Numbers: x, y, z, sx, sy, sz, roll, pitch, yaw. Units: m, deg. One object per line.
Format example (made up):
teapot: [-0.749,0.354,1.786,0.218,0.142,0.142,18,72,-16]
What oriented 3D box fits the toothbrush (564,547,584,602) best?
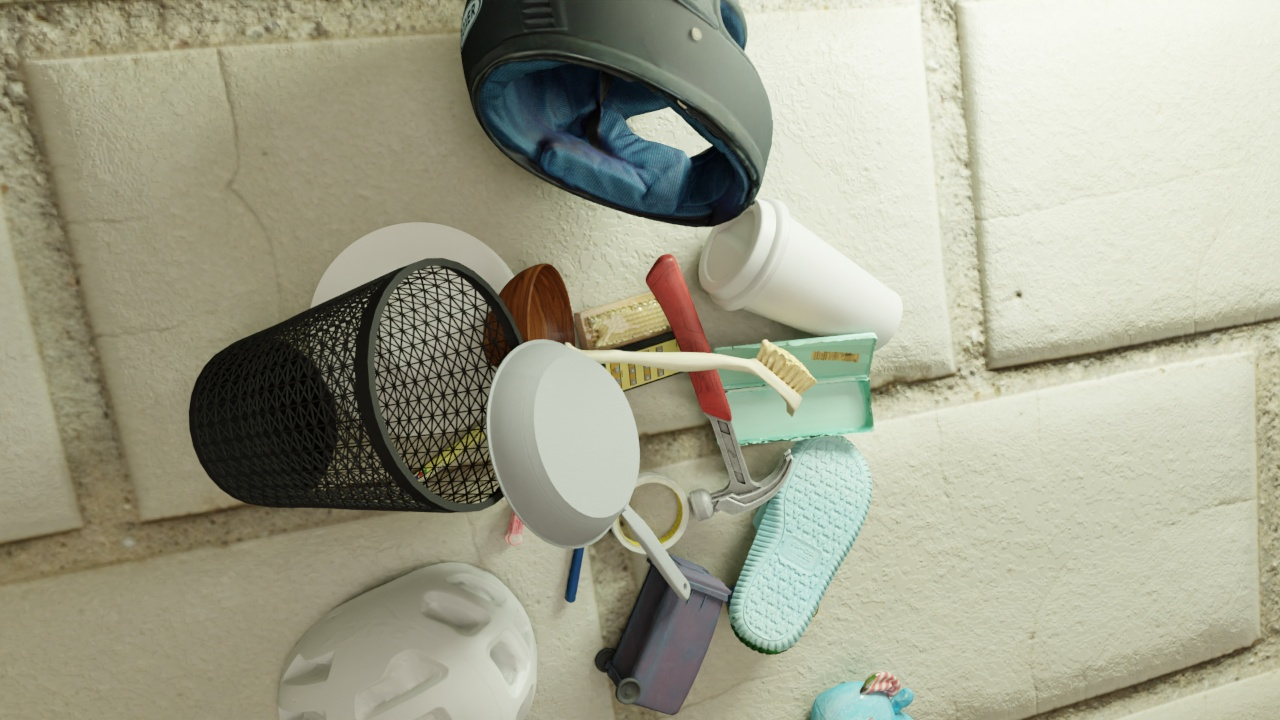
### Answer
toothbrush: [-0.060,0.185,1.050,0.017,0.016,0.190,10,94,-24]

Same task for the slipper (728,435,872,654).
slipper: [0.186,0.212,1.076,0.116,0.069,0.275,25,71,10]

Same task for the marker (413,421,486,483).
marker: [-0.194,0.093,0.999,0.132,0.014,0.014,-37,105,-9]

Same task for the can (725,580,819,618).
can: [0.159,0.290,1.104,0.099,0.059,0.054,-16,101,-14]

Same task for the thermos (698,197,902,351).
thermos: [0.187,-0.086,1.036,0.221,0.131,0.131,23,90,-25]

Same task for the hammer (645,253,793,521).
hammer: [0.077,0.030,1.018,0.126,0.036,0.316,-18,111,6]

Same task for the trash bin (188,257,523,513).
trash bin: [-0.259,0.040,0.834,0.244,0.216,0.217,-11,103,27]

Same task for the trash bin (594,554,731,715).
trash bin: [0.026,0.308,1.052,0.092,0.094,0.161,23,87,-18]

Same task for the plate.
plate: [-0.229,-0.030,0.965,0.229,0.030,0.229,-2,98,-16]

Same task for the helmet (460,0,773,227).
helmet: [-0.010,-0.298,0.886,0.316,0.250,0.235,21,62,-17]

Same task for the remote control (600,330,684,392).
remote control: [-0.006,0.006,1.028,0.133,0.013,0.058,-18,134,-13]

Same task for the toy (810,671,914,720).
toy: [0.290,0.476,1.148,0.180,0.115,0.183,28,98,-29]

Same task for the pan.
pan: [-0.025,0.129,0.905,0.356,0.051,0.200,52,38,-29]

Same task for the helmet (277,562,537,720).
helmet: [-0.250,0.352,0.975,0.282,0.183,0.224,-20,99,8]

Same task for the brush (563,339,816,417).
brush: [0.052,0.005,0.963,0.272,0.062,0.077,8,88,-7]

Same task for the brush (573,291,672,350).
brush: [-0.012,-0.044,1.022,0.117,0.039,0.049,-16,100,-16]

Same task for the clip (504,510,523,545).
clip: [-0.137,0.179,1.017,0.023,0.044,0.060,15,106,-21]

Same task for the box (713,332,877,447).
box: [0.176,0.031,1.059,0.187,0.057,0.138,-5,109,-3]

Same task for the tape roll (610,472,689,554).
tape roll: [0.010,0.177,1.067,0.094,0.019,0.094,-2,98,-16]

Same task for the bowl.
bowl: [-0.122,-0.025,0.952,0.069,0.147,0.147,-3,99,13]
